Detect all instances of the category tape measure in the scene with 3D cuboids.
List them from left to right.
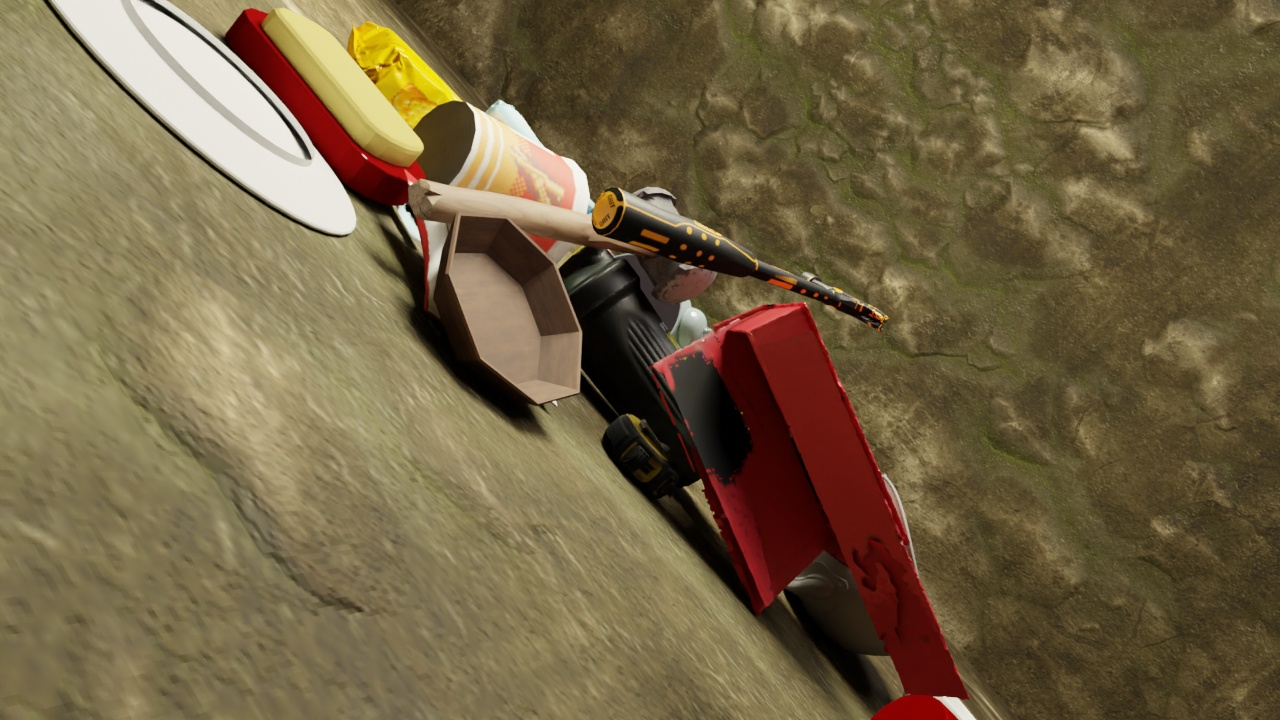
[{"bbox_3d":[0.001,0.068,0.702,0.061,0.034,0.061,44,6,-21],"label":"tape measure"}]

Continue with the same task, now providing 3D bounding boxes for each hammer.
[{"bbox_3d":[-0.048,-0.100,0.693,0.327,0.052,0.098,1,57,-57],"label":"hammer"},{"bbox_3d":[0.090,-0.077,0.753,0.320,0.036,0.123,14,16,-42],"label":"hammer"}]

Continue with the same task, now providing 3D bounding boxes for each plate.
[{"bbox_3d":[-0.234,-0.152,0.509,0.208,0.015,0.208,48,6,-7],"label":"plate"},{"bbox_3d":[-0.083,-0.029,0.567,0.131,0.025,0.131,44,34,-40],"label":"plate"}]

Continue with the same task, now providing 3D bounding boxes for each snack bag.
[{"bbox_3d":[-0.241,-0.287,1.075,0.247,0.068,0.159,44,9,-38],"label":"snack bag"},{"bbox_3d":[-0.107,-0.051,0.627,0.130,0.039,0.144,42,21,-45],"label":"snack bag"}]

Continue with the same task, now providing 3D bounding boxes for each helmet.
[{"bbox_3d":[0.200,0.210,0.897,0.271,0.118,0.183,49,31,-78],"label":"helmet"}]

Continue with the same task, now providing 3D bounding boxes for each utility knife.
[{"bbox_3d":[-0.208,-0.157,0.717,0.030,0.019,0.224,34,14,-51],"label":"utility knife"}]

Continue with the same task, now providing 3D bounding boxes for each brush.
[{"bbox_3d":[-0.218,-0.187,0.656,0.173,0.042,0.082,50,16,11],"label":"brush"}]

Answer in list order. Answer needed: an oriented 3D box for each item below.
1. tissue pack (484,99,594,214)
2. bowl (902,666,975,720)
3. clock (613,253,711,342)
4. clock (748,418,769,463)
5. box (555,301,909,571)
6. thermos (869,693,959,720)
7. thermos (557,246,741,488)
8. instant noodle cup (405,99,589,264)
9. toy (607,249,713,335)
[{"bbox_3d":[-0.124,-0.164,0.916,0.182,0.112,0.070,52,8,24],"label":"tissue pack"},{"bbox_3d":[0.296,0.359,0.896,0.114,0.050,0.114,48,6,-7],"label":"bowl"},{"bbox_3d":[-0.002,-0.035,0.897,0.159,0.122,0.045,41,-3,30],"label":"clock"},{"bbox_3d":[0.112,0.106,1.050,0.057,0.083,0.119,45,5,38],"label":"clock"},{"bbox_3d":[0.046,0.086,0.893,0.170,0.480,0.214,-28,97,-41],"label":"box"},{"bbox_3d":[0.223,0.309,0.564,0.198,0.084,0.107,46,25,-8],"label":"thermos"},{"bbox_3d":[-0.005,0.005,0.807,0.221,0.098,0.098,54,6,-3],"label":"thermos"},{"bbox_3d":[-0.130,-0.146,0.774,0.121,0.123,0.123,30,18,-48],"label":"instant noodle cup"},{"bbox_3d":[-0.002,-0.056,1.108,0.190,0.087,0.238,22,-19,29],"label":"toy"}]
